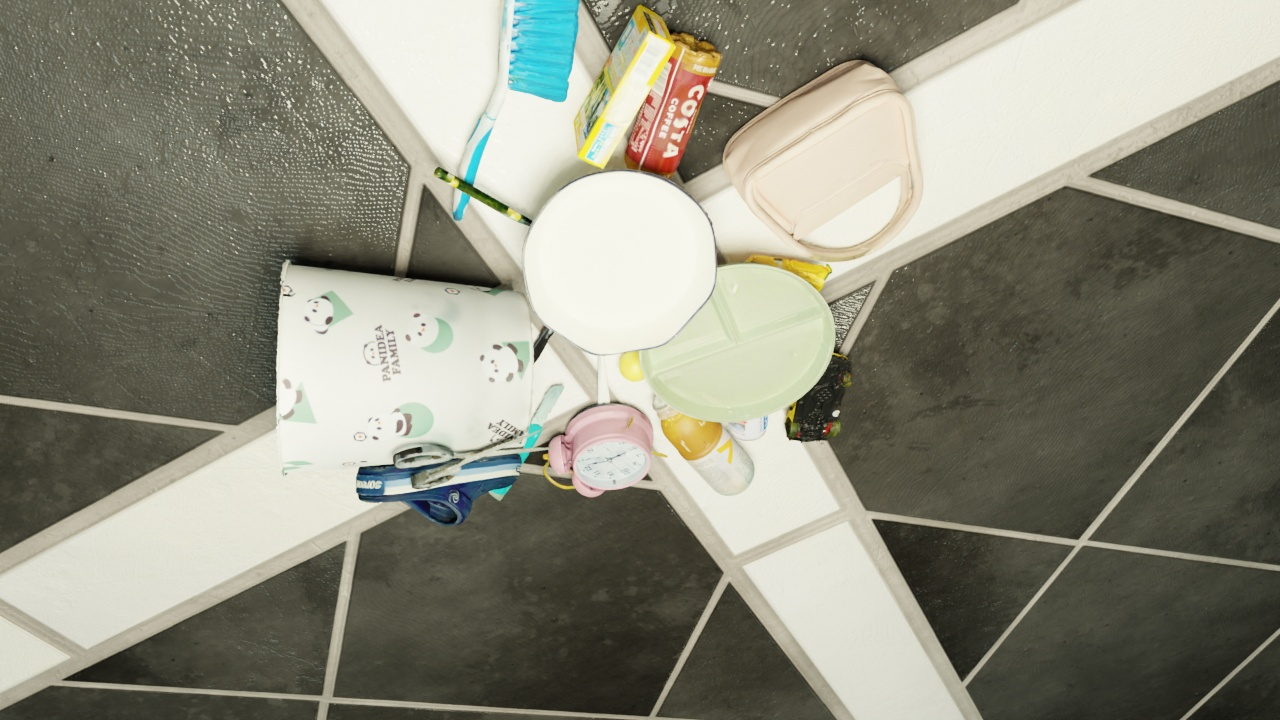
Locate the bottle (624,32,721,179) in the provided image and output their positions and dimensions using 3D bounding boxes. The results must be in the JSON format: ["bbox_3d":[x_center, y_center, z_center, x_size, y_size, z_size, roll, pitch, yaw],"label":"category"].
[{"bbox_3d":[0.025,-0.243,0.943,0.057,0.057,0.175,12,124,-18],"label":"bottle"}]

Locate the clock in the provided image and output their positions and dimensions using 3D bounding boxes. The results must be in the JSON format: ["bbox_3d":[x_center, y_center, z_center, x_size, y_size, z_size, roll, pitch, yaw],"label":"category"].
[{"bbox_3d":[-0.055,0.124,1.204,0.159,0.059,0.117,-25,132,18],"label":"clock"}]

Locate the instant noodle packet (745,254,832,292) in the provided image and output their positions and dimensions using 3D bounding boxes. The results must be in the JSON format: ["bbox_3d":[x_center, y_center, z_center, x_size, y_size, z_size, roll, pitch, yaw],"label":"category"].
[{"bbox_3d":[0.157,-0.069,1.093,0.110,0.044,0.129,5,135,-10],"label":"instant noodle packet"}]

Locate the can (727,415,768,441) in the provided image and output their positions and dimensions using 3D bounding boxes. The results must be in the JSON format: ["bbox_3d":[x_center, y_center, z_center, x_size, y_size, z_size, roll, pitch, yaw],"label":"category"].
[{"bbox_3d":[0.138,0.039,1.178,0.053,0.053,0.135,-8,128,-3],"label":"can"}]

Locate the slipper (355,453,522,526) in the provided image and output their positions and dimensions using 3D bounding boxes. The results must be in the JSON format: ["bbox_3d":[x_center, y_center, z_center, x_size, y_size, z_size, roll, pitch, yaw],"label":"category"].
[{"bbox_3d":[-0.233,0.156,1.108,0.105,0.095,0.252,2,179,30],"label":"slipper"}]

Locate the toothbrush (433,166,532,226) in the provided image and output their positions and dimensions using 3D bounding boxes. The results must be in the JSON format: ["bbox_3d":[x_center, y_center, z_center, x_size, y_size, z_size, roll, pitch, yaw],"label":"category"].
[{"bbox_3d":[-0.146,-0.158,0.984,0.017,0.012,0.185,-33,140,30],"label":"toothbrush"}]

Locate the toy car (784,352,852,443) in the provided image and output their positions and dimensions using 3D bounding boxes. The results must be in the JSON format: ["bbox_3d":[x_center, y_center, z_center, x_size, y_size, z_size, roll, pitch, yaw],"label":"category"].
[{"bbox_3d":[0.234,0.049,1.208,0.071,0.041,0.156,0,129,-9],"label":"toy car"}]

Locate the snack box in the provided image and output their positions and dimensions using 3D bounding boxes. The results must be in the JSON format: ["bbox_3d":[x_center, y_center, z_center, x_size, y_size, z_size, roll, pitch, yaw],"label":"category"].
[{"bbox_3d":[-0.019,-0.268,0.899,0.033,0.086,0.141,24,120,-24],"label":"snack box"}]

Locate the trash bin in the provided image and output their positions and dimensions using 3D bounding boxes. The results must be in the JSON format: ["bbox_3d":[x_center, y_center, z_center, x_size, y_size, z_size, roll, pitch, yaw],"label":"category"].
[{"bbox_3d":[-0.256,0.010,1.000,0.251,0.229,0.230,0,127,-17],"label":"trash bin"}]

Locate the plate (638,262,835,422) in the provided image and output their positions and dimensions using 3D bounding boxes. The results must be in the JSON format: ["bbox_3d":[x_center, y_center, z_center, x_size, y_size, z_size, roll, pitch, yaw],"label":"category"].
[{"bbox_3d":[0.112,-0.020,1.078,0.230,0.027,0.231,-1,128,-2],"label":"plate"}]

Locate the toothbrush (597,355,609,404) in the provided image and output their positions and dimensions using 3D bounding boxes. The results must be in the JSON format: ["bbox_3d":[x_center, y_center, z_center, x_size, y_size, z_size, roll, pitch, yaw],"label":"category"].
[{"bbox_3d":[-0.049,0.006,1.151,0.016,0.016,0.180,-3,130,-1],"label":"toothbrush"}]

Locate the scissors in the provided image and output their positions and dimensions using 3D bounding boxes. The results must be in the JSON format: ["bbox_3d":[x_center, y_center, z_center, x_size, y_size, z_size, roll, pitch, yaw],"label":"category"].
[{"bbox_3d":[-0.180,0.104,0.974,0.180,0.014,0.160,6,150,-39],"label":"scissors"}]

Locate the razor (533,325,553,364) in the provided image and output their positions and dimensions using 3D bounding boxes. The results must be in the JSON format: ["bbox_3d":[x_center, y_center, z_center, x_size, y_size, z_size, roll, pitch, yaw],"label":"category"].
[{"bbox_3d":[-0.132,-0.003,1.126,0.042,0.022,0.143,1,129,-44],"label":"razor"}]

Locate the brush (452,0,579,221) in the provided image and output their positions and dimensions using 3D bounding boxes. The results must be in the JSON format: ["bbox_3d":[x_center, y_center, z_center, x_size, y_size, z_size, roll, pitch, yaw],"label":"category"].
[{"bbox_3d":[-0.124,-0.268,0.909,0.109,0.060,0.315,7,128,-7],"label":"brush"}]

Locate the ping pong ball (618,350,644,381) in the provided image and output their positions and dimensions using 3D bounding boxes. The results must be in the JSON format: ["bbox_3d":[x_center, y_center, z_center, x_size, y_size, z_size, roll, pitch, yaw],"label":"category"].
[{"bbox_3d":[-0.007,0.007,1.139,0.040,0.040,0.040,-4,128,-6],"label":"ping pong ball"}]

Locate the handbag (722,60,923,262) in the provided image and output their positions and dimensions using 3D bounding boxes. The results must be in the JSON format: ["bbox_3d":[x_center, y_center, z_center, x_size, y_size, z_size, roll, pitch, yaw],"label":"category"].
[{"bbox_3d":[0.219,-0.191,1.008,0.193,0.093,0.234,-31,133,14],"label":"handbag"}]

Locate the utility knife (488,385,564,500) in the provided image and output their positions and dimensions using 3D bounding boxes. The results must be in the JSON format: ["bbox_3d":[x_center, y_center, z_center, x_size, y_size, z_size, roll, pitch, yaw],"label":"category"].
[{"bbox_3d":[-0.152,0.110,1.214,0.029,0.013,0.223,21,124,-20],"label":"utility knife"}]

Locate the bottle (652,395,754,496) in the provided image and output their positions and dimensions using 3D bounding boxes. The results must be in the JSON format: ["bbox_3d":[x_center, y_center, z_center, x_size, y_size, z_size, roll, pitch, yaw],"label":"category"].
[{"bbox_3d":[0.082,0.106,1.212,0.068,0.068,0.189,-32,125,15],"label":"bottle"}]

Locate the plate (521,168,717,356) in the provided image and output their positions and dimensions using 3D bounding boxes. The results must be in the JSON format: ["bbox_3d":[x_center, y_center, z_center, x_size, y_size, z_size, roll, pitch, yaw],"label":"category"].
[{"bbox_3d":[-0.022,-0.105,0.965,0.205,0.045,0.205,-3,118,-6],"label":"plate"}]
